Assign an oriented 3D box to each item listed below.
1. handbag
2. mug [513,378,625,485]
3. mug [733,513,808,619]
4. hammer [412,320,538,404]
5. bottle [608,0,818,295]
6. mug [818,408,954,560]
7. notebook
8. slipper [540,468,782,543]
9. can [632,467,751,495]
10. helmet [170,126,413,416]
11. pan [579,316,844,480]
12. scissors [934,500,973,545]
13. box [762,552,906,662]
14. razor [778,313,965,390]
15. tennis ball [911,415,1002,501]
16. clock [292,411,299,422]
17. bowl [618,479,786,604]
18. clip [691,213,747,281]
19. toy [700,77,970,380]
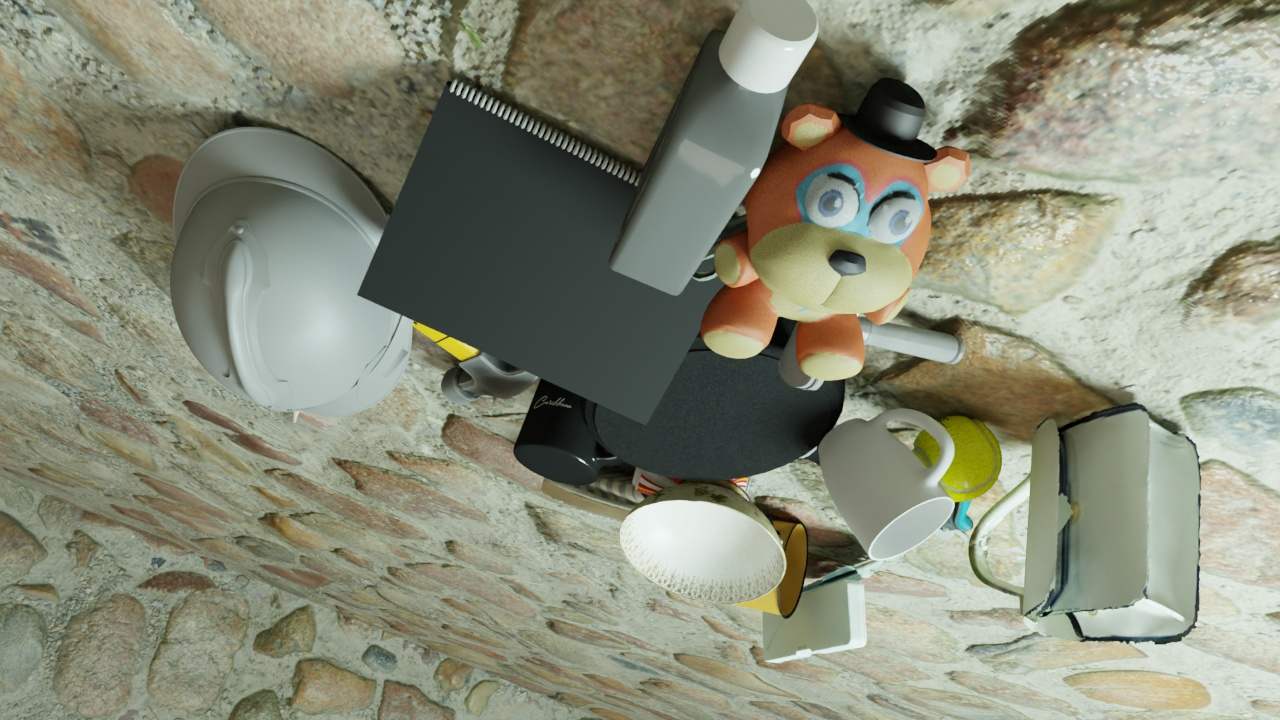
[{"bbox_3d":[0.295,0.121,0.656,0.074,0.151,0.176,28,151,-17],"label":"handbag"},{"bbox_3d":[-0.047,0.057,0.813,0.114,0.087,0.078,4,148,26],"label":"mug"},{"bbox_3d":[0.117,0.206,0.976,0.094,0.100,0.124,6,127,26],"label":"mug"},{"bbox_3d":[-0.214,-0.064,0.764,0.170,0.034,0.324,-16,135,45],"label":"hammer"},{"bbox_3d":[0.037,-0.113,0.468,0.046,0.083,0.174,22,151,-7],"label":"bottle"},{"bbox_3d":[0.180,0.076,0.666,0.071,0.089,0.107,-1,134,-34],"label":"mug"},{"bbox_3d":[-0.054,-0.063,0.583,0.206,0.016,0.149,25,109,-12],"label":"notebook"},{"bbox_3d":[0.018,0.149,0.938,0.273,0.054,0.114,13,-179,32],"label":"slipper"},{"bbox_3d":[0.050,0.106,0.867,0.105,0.064,0.064,16,152,5],"label":"can"},{"bbox_3d":[-0.274,-0.026,0.684,0.183,0.117,0.272,5,129,2],"label":"helmet"},{"bbox_3d":[0.107,0.062,0.740,0.205,0.044,0.355,-30,133,35],"label":"pan"},{"bbox_3d":[0.274,0.135,0.833,0.155,0.019,0.125,25,153,-16],"label":"scissors"},{"bbox_3d":[0.206,0.271,1.008,0.074,0.126,0.198,55,152,7],"label":"box"},{"bbox_3d":[0.160,-0.016,0.599,0.116,0.047,0.088,10,122,-19],"label":"razor"},{"bbox_3d":[0.239,0.074,0.696,0.065,0.065,0.065,14,152,8],"label":"tennis ball"},{"bbox_3d":[-0.306,-0.030,0.822,0.061,0.103,0.157,11,126,0],"label":"clock"},{"bbox_3d":[0.059,0.148,0.811,0.145,0.063,0.145,10,133,11],"label":"bowl"},{"bbox_3d":[0.061,-0.073,0.556,0.076,0.023,0.042,-21,140,7],"label":"clip"},{"bbox_3d":[0.101,-0.068,0.496,0.112,0.096,0.176,13,119,-7],"label":"toy"}]
